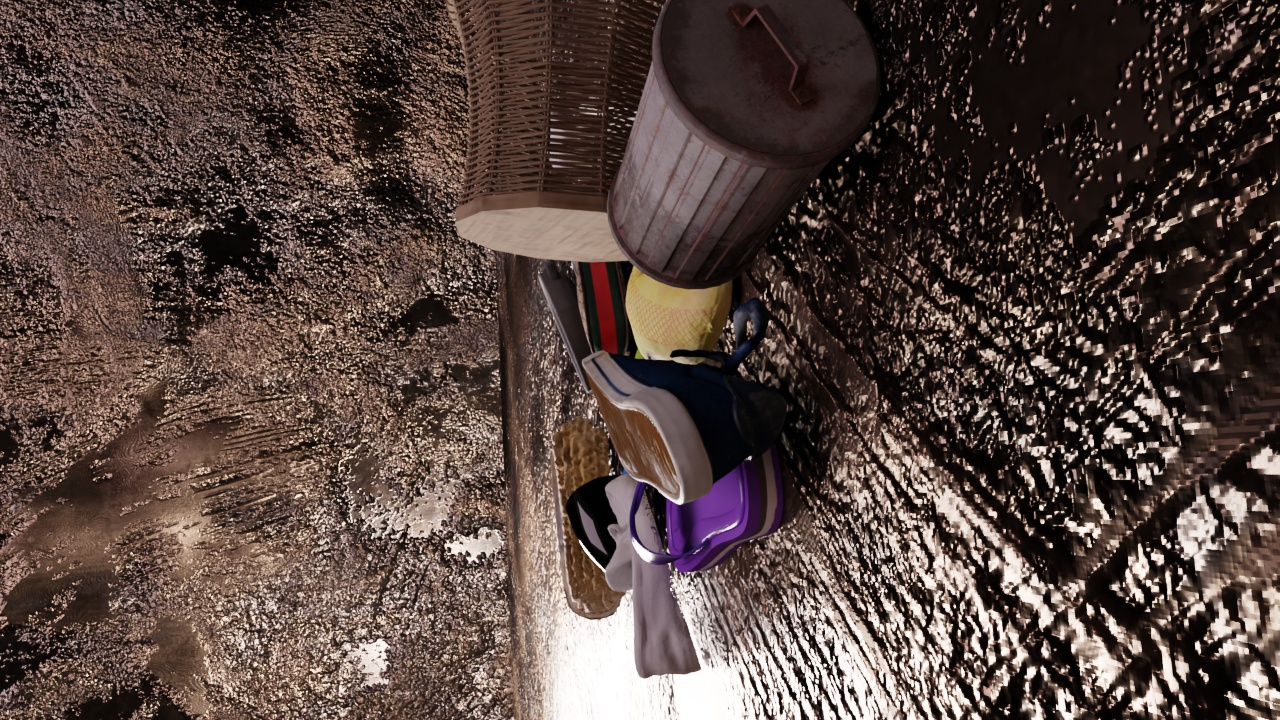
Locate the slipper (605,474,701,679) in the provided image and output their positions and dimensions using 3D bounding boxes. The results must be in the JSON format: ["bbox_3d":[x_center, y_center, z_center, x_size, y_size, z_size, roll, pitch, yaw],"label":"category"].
[{"bbox_3d":[0.001,0.219,0.951,0.246,0.074,0.112,-107,17,-48],"label":"slipper"}]

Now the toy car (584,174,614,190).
[{"bbox_3d":[-0.049,-0.218,1.161,0.048,0.051,0.100,-113,26,-50],"label":"toy car"}]

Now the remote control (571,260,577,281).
[{"bbox_3d":[-0.079,-0.123,1.275,0.060,0.025,0.138,149,104,-85],"label":"remote control"}]

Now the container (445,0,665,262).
[{"bbox_3d":[-0.056,-0.200,0.779,0.227,0.226,0.196,160,114,-76],"label":"container"}]

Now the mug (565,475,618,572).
[{"bbox_3d":[-0.027,0.208,1.093,0.100,0.085,0.119,61,-178,37],"label":"mug"}]

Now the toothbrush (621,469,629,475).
[{"bbox_3d":[-0.013,0.139,1.144,0.167,0.014,0.016,110,155,-47],"label":"toothbrush"}]

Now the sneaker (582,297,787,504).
[{"bbox_3d":[0.034,0.025,0.727,0.121,0.127,0.295,70,166,-11],"label":"sneaker"}]

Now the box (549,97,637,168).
[{"bbox_3d":[-0.041,-0.243,1.011,0.190,0.110,0.083,-151,59,-72],"label":"box"}]

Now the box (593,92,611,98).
[{"bbox_3d":[-0.053,-0.249,1.218,0.064,0.033,0.210,-114,26,-65],"label":"box"}]

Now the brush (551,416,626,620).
[{"bbox_3d":[-0.071,0.208,1.231,0.057,0.083,0.270,109,156,-58],"label":"brush"}]

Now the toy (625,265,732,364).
[{"bbox_3d":[0.034,-0.056,0.825,0.170,0.064,0.155,-126,51,-59],"label":"toy"}]

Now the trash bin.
[{"bbox_3d":[0.055,-0.141,0.586,0.211,0.130,0.130,123,144,-69],"label":"trash bin"}]

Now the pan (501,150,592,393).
[{"bbox_3d":[-0.115,-0.118,1.230,0.178,0.041,0.357,-123,11,-61],"label":"pan"}]

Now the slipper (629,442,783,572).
[{"bbox_3d":[0.034,0.124,0.793,0.267,0.084,0.107,126,140,-68],"label":"slipper"}]

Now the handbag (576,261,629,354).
[{"bbox_3d":[-0.049,-0.073,1.173,0.138,0.063,0.166,94,167,-63],"label":"handbag"}]

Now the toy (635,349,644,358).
[{"bbox_3d":[0.003,0.021,0.994,0.093,0.036,0.094,-90,15,-67],"label":"toy"}]

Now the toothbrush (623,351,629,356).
[{"bbox_3d":[-0.025,0.043,1.166,0.155,0.016,0.022,104,-169,-47],"label":"toothbrush"}]

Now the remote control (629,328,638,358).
[{"bbox_3d":[-0.006,0.006,1.078,0.041,0.020,0.152,-105,18,-46],"label":"remote control"}]
